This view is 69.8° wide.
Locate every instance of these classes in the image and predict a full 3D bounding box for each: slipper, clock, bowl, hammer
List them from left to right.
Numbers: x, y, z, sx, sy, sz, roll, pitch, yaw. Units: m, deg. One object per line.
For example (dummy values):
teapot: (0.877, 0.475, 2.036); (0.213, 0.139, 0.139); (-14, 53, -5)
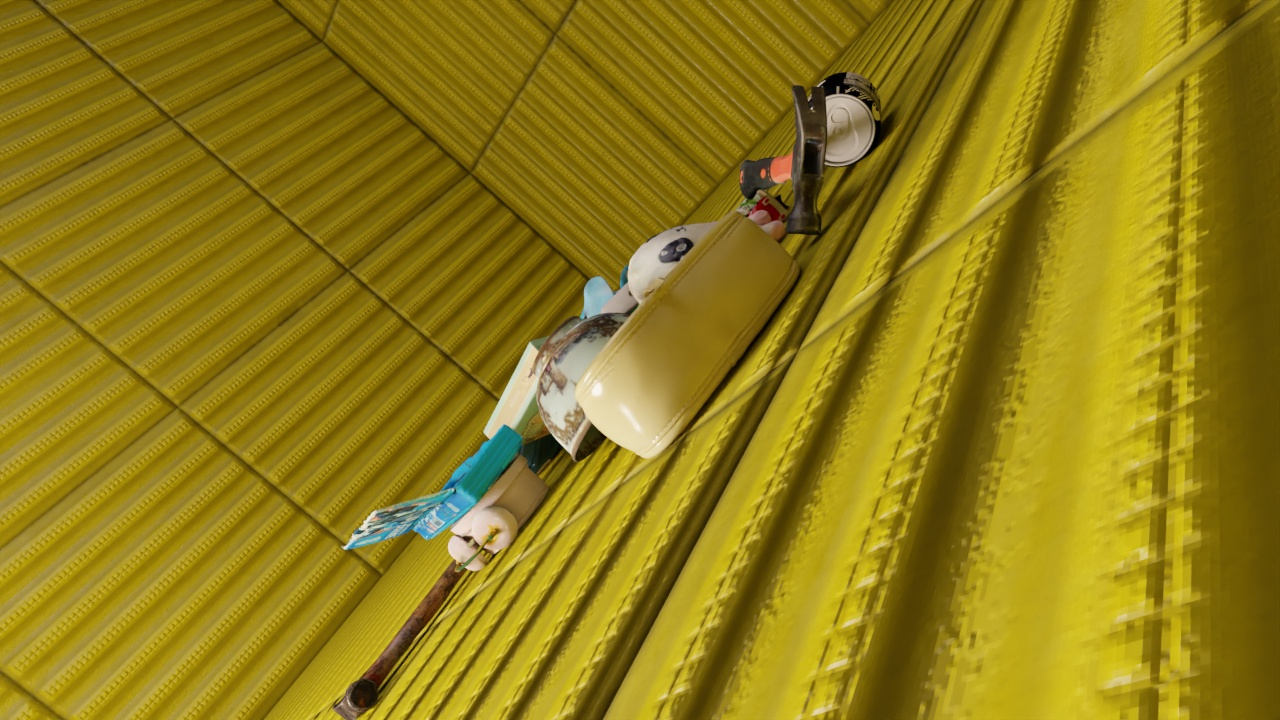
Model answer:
hammer: (-0.241, 0.278, 1.086); (0.329, 0.033, 0.120); (-52, 6, -37)
clock: (-0.166, 0.177, 1.044); (0.117, 0.059, 0.157); (-45, 7, 37)
slipper: (-0.139, 0.087, 1.219); (0.103, 0.059, 0.214); (-53, -14, -33)
bowl: (-0.050, 0.011, 0.916); (0.159, 0.094, 0.160); (-51, -9, -12)
hammer: (0.043, -0.112, 1.232); (0.125, 0.029, 0.309); (-42, -5, 36)
hammer: (0.139, -0.197, 0.953); (0.333, 0.033, 0.133); (-115, 27, -81)

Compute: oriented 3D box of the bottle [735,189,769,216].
bottle: (0.143, -0.190, 1.261); (0.109, 0.042, 0.043); (-50, 6, -26)

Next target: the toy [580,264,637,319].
toy: (-0.019, -0.063, 1.366); (0.191, 0.099, 0.224); (-47, -25, -24)

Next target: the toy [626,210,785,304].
toy: (0.073, -0.109, 1.002); (0.179, 0.101, 0.138); (-32, 27, -1)

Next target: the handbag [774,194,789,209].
handbag: (0.101, -0.145, 1.126); (0.177, 0.027, 0.084); (-36, 0, -24)

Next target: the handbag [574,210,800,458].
handbag: (0.036, -0.028, 0.764); (0.232, 0.088, 0.191); (-50, 3, -15)

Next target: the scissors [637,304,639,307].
scissors: (0.000, -0.037, 1.273); (0.123, 0.012, 0.126); (63, -142, -64)

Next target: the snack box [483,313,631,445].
snack box: (-0.082, 0.022, 1.080); (0.193, 0.044, 0.142); (-19, -32, -52)

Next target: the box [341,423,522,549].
box: (-0.228, 0.163, 1.020); (0.175, 0.060, 0.244); (-33, -3, -31)

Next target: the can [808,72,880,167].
can: (0.211, -0.254, 0.963); (0.080, 0.080, 0.145); (-46, 6, 27)

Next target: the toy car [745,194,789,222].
toy car: (0.133, -0.151, 1.073); (0.089, 0.038, 0.025); (-51, 9, -20)
